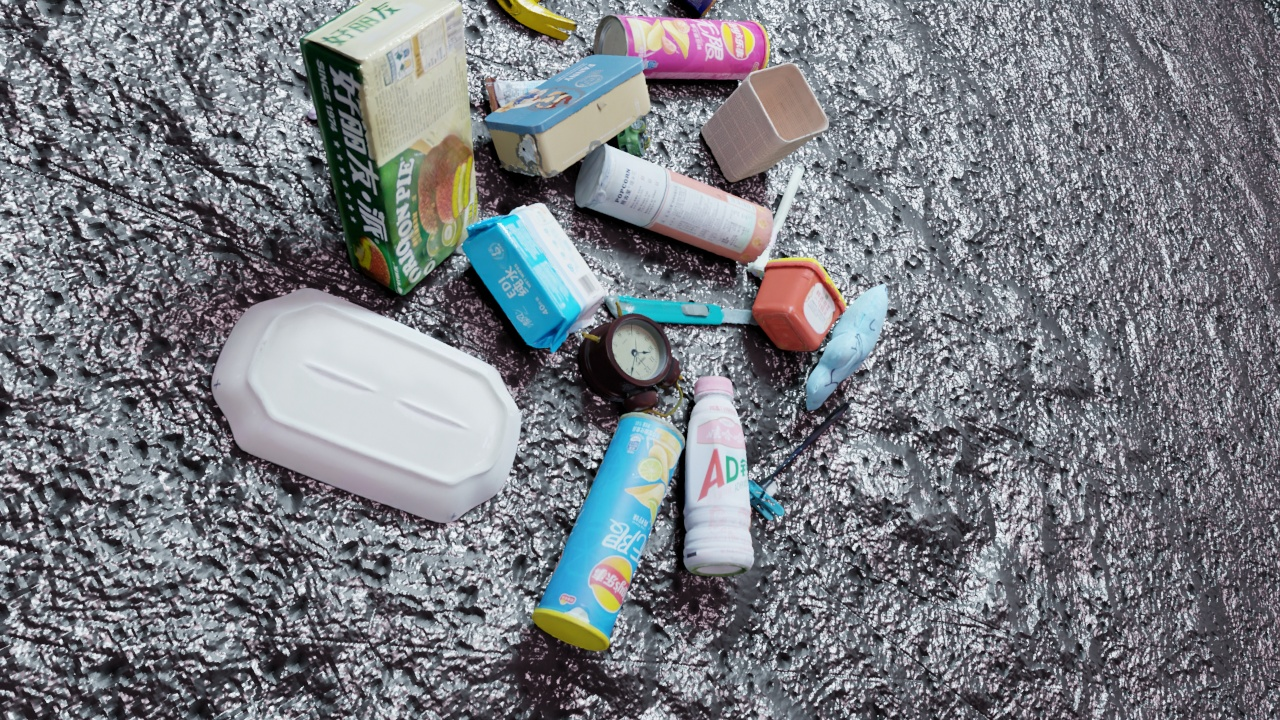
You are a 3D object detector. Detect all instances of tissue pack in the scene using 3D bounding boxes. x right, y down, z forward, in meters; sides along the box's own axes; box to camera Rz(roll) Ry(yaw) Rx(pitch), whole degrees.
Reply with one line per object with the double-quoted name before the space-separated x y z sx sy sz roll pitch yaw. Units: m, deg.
"tissue pack" -0.101 -0.081 0.875 0.140 0.063 0.089 55 33 -5

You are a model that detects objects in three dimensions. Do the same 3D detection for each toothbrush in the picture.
"toothbrush" 0.169 -0.173 1.111 0.029 0.020 0.189 17 57 12
"toothbrush" 0.185 0.096 1.020 0.180 0.016 0.018 -39 100 -35

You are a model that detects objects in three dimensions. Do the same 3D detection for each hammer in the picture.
"hammer" -0.057 -0.470 1.078 0.129 0.033 0.299 51 55 -5

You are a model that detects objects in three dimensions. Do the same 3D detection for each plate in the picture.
"plate" -0.222 0.034 0.787 0.265 0.034 0.161 26 61 -20

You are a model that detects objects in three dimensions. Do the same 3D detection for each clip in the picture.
"clip" 0.126 0.146 0.962 0.056 0.043 0.014 43 53 -9

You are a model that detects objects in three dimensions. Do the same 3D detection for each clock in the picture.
"clock" -0.005 0.005 0.915 0.122 0.055 0.081 50 55 -8

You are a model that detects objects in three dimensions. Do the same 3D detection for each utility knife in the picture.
"utility knife" 0.056 -0.053 1.000 0.215 0.013 0.029 2 71 -31

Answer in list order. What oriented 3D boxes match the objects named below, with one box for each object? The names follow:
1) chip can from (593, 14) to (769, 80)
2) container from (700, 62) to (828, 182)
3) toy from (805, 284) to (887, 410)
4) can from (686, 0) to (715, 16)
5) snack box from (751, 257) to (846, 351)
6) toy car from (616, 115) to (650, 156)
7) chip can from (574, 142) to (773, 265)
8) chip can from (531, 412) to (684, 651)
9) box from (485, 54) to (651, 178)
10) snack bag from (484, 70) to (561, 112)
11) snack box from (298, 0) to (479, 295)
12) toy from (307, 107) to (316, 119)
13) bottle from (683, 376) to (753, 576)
"chip can" 0.051 -0.367 1.080 0.210 0.072 0.071 -11 78 -33
"container" 0.140 -0.274 1.074 0.090 0.111 0.090 -26 87 -35
"toy" 0.236 -0.015 1.045 0.050 0.161 0.156 31 14 12
"can" 0.097 -0.498 1.156 0.049 0.075 0.147 36 58 -11
"snack box" 0.176 -0.061 1.029 0.091 0.082 0.080 47 61 -36
"toy car" -0.009 -0.273 1.024 0.036 0.043 0.091 -1 75 12
"chip can" 0.040 -0.167 0.998 0.214 0.071 0.071 16 64 -25
"chip can" -0.025 0.151 0.838 0.071 0.071 0.209 34 58 -16
"box" -0.067 -0.257 0.945 0.183 0.090 0.061 -45 135 -31
"snack bag" -0.117 -0.281 0.973 0.104 0.026 0.048 -20 106 -34
"snack box" -0.197 -0.177 0.760 0.063 0.241 0.114 29 55 16
"toy" -0.245 -0.223 0.845 0.083 0.039 0.108 -29 50 -33
"bottle" 0.075 0.112 0.918 0.068 0.068 0.196 13 63 -27
